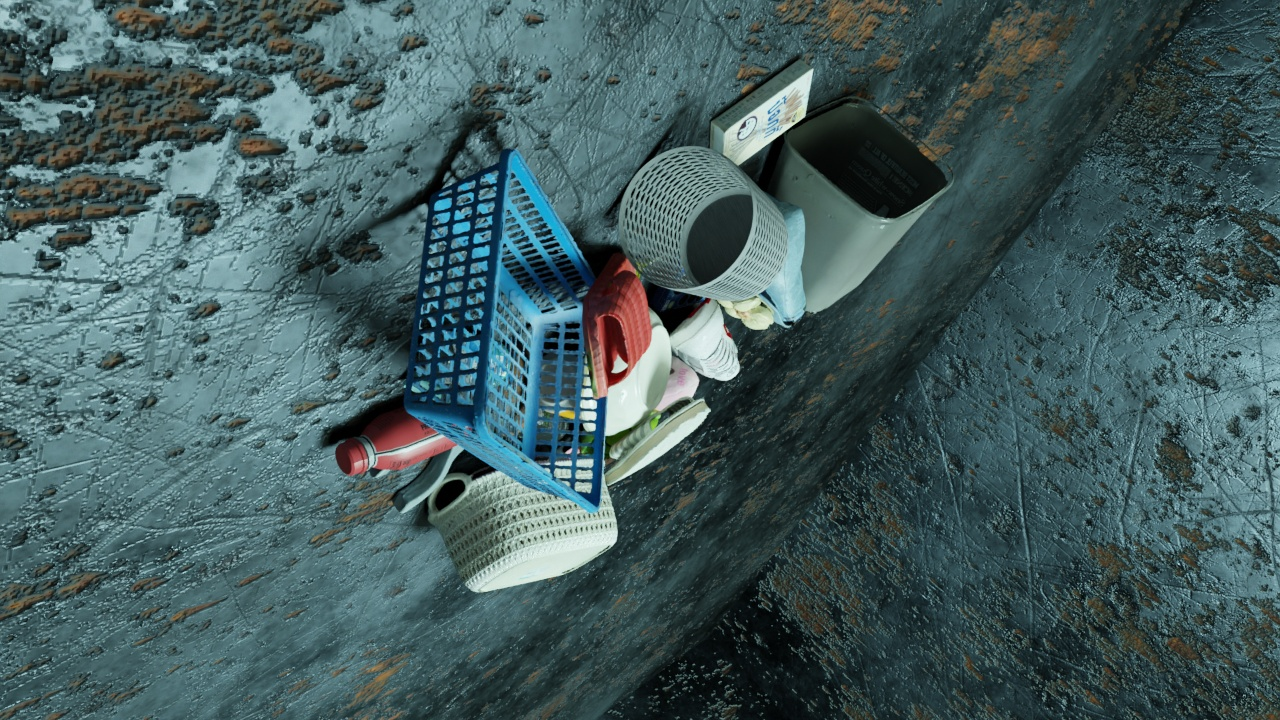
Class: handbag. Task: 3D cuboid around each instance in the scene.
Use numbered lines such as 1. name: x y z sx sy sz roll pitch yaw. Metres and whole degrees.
1. handbag: 0.157 -0.124 1.227 0.118 0.122 0.192 -39 143 -27

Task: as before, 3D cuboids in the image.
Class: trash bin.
1. trash bin: 0.084 -0.149 1.074 0.157 0.156 0.183 -52 159 13
2. trash bin: 0.271 -0.204 1.276 0.196 0.197 0.221 -32 159 -34

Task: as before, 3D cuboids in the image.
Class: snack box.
1. snack box: 0.081 -0.117 1.283 0.149 0.027 0.082 -18 145 -49
2. snack box: 0.145 -0.291 1.106 0.149 0.026 0.082 -39 156 -19

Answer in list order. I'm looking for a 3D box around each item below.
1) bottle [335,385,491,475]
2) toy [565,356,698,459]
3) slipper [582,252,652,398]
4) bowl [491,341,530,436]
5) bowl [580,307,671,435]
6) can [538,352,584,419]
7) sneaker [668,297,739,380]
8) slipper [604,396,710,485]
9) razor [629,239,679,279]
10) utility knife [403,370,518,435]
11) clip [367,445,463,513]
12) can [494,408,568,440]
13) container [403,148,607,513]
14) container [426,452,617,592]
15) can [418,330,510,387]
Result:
1. bottle: -0.245 0.078 0.995 0.176 0.062 0.062 -22 147 -44
2. toy: -0.019 0.081 1.358 0.238 0.087 0.190 -38 167 8
3. slipper: -0.018 -0.049 1.020 0.248 0.059 0.104 -76 160 -57
4. bowl: -0.138 0.034 1.069 0.102 0.026 0.114 71 28 -48
5. bowl: -0.007 0.007 1.173 0.218 0.060 0.189 -59 149 -46
6. can: -0.080 0.038 1.192 0.079 0.079 0.142 -49 157 6
7. sneaker: 0.099 -0.019 1.292 0.090 0.104 0.237 -46 177 -5
8. slipper: 0.011 0.111 1.260 0.114 0.054 0.273 -33 171 -31
9. razor: 0.020 -0.131 1.164 0.105 0.026 0.043 -33 152 -39
10. utility knife: -0.190 0.049 0.999 0.147 0.015 0.022 30 65 -31
11. clip: -0.256 0.104 1.063 0.173 0.031 0.164 -48 159 2
12. can: -0.141 0.076 1.181 0.054 0.054 0.137 -49 157 6
13. container: -0.117 -0.005 0.903 0.362 0.089 0.256 58 33 -67
14. container: -0.150 0.214 1.232 0.185 0.143 0.251 -36 156 35
15. can: -0.186 0.000 0.976 0.055 0.055 0.101 -52 157 12
